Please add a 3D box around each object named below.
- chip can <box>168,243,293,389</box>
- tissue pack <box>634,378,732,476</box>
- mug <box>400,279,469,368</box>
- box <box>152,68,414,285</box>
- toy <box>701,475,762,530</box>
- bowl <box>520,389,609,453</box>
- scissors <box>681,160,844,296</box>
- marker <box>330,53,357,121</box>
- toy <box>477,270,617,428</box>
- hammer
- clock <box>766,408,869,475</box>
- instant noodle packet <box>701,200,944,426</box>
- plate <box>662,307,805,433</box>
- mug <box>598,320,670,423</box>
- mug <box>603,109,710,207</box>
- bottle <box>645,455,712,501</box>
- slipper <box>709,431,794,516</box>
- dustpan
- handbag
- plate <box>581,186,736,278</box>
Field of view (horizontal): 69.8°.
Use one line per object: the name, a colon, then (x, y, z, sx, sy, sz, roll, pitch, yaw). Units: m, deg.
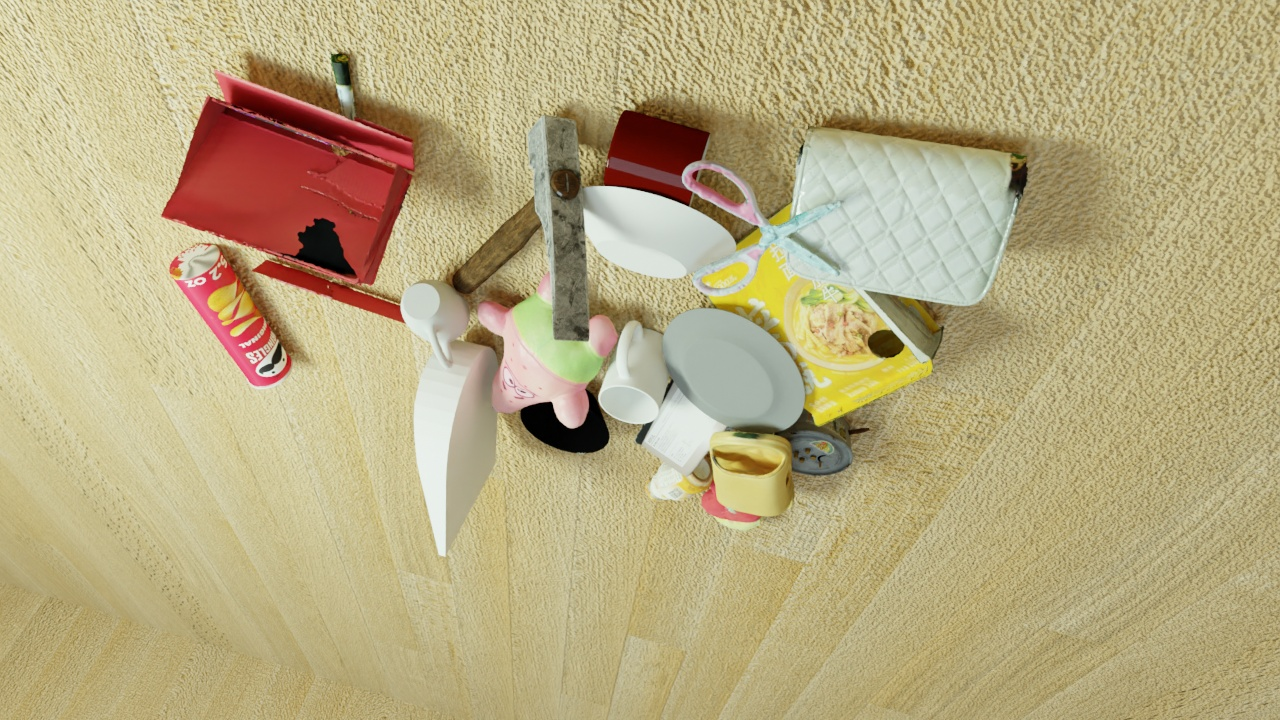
chip can: (-0.554, -0.056, 1.253, 0.069, 0.069, 0.221, 6, 141, 15)
tissue pack: (0.070, 0.072, 1.175, 0.104, 0.071, 0.182, 33, 140, 5)
mug: (-0.243, -0.044, 1.087, 0.071, 0.107, 0.089, -14, 172, 1)
box: (-0.330, -0.232, 0.836, 0.213, 0.147, 0.376, 21, 147, -2)
toy: (0.132, 0.205, 1.322, 0.092, 0.045, 0.135, 4, 145, 22)
bowl: (-0.095, 0.068, 1.235, 0.124, 0.052, 0.124, 11, 142, 9)
scissors: (0.100, -0.110, 0.834, 0.170, 0.013, 0.176, 28, 136, -9)
marker: (-0.300, -0.251, 0.948, 0.017, 0.017, 0.147, 15, 143, 4)
toy: (-0.127, 0.000, 1.119, 0.192, 0.096, 0.237, 49, 133, 4)
hammer: (-0.136, -0.091, 0.966, 0.037, 0.217, 0.301, 2, 165, -29)
clock: (0.202, 0.099, 1.151, 0.148, 0.056, 0.104, 16, 146, 1)
instant noodle packet: (0.181, -0.050, 0.967, 0.221, 0.084, 0.163, 43, 136, -13)
plate: (0.100, 0.018, 1.028, 0.178, 0.012, 0.179, 24, 140, 21)
mug: (-0.006, 0.006, 1.090, 0.074, 0.090, 0.111, 4, 141, 18)
mug: (0.014, -0.179, 0.867, 0.082, 0.073, 0.106, 16, 152, 2)
bottle: (0.051, 0.167, 1.292, 0.063, 0.063, 0.109, 34, 141, -20)
slipper: (0.140, 0.155, 1.146, 0.099, 0.078, 0.263, 9, 159, 19)
dustpan: (-0.244, 0.095, 1.208, 0.053, 0.191, 0.258, 13, 126, 6)
handbag: (0.232, -0.134, 0.827, 0.195, 0.072, 0.139, 11, 125, 9)
plate: (0.006, -0.117, 0.914, 0.174, 0.036, 0.174, 16, 169, 3)
